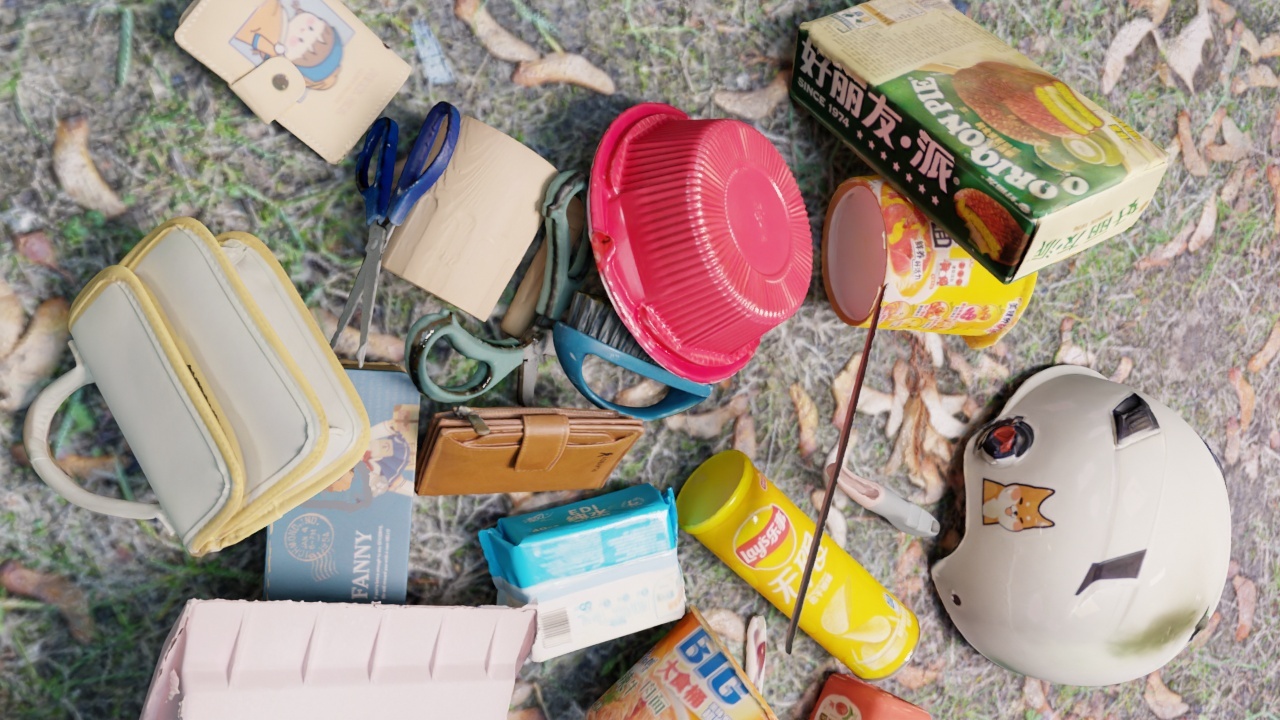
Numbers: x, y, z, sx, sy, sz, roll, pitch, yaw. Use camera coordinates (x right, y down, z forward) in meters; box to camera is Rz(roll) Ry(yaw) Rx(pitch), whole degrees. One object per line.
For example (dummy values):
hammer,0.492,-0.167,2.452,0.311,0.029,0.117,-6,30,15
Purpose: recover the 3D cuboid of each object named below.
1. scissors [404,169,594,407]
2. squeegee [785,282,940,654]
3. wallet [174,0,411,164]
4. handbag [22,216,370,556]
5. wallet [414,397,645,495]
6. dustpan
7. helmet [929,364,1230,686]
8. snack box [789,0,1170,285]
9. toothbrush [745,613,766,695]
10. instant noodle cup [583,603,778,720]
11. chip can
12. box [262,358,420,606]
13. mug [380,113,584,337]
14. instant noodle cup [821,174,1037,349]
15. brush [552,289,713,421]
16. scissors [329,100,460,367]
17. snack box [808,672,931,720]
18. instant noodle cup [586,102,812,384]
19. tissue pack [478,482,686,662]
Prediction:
scissors,-0.070,-0.043,0.571,0.170,0.019,0.180,8,107,-62
squeegee,0.177,0.101,0.688,0.249,0.040,0.247,32,72,-52
wallet,-0.206,-0.182,0.548,0.115,0.024,0.087,41,78,-38
handbag,-0.262,0.028,0.507,0.179,0.063,0.163,-35,80,5
wallet,-0.073,0.056,0.592,0.130,0.119,0.035,1,65,-21
dustpan,-0.209,0.260,0.551,0.222,0.139,0.273,18,78,-40
helmet,0.383,0.143,0.750,0.230,0.157,0.274,29,85,-22
snack box,0.216,-0.163,0.623,0.114,0.240,0.063,-24,145,-18
toothbrush,0.090,0.292,0.726,0.016,0.017,0.187,0,96,-22
instant noodle cup,0.038,0.265,0.639,0.111,0.151,0.151,-36,107,-6
chip can,0.121,0.159,0.695,0.213,0.072,0.072,44,79,-20
box,-0.189,0.090,0.575,0.089,0.059,0.184,1,93,-21
mug,-0.096,-0.081,0.589,0.124,0.084,0.103,31,86,-48
instant noodle cup,0.204,-0.080,0.675,0.109,0.138,0.138,-3,97,-13
brush,-0.004,0.004,0.624,0.143,0.055,0.073,20,96,-45
scissors,-0.157,-0.082,0.548,0.012,0.157,0.165,26,108,-46
snack box,0.179,0.299,0.724,0.082,0.091,0.080,27,78,-21
instant noodle cup,0.054,-0.085,0.603,0.193,0.066,0.193,17,67,-46
tissue pack,-0.036,0.143,0.636,0.140,0.063,0.090,-12,102,-18
